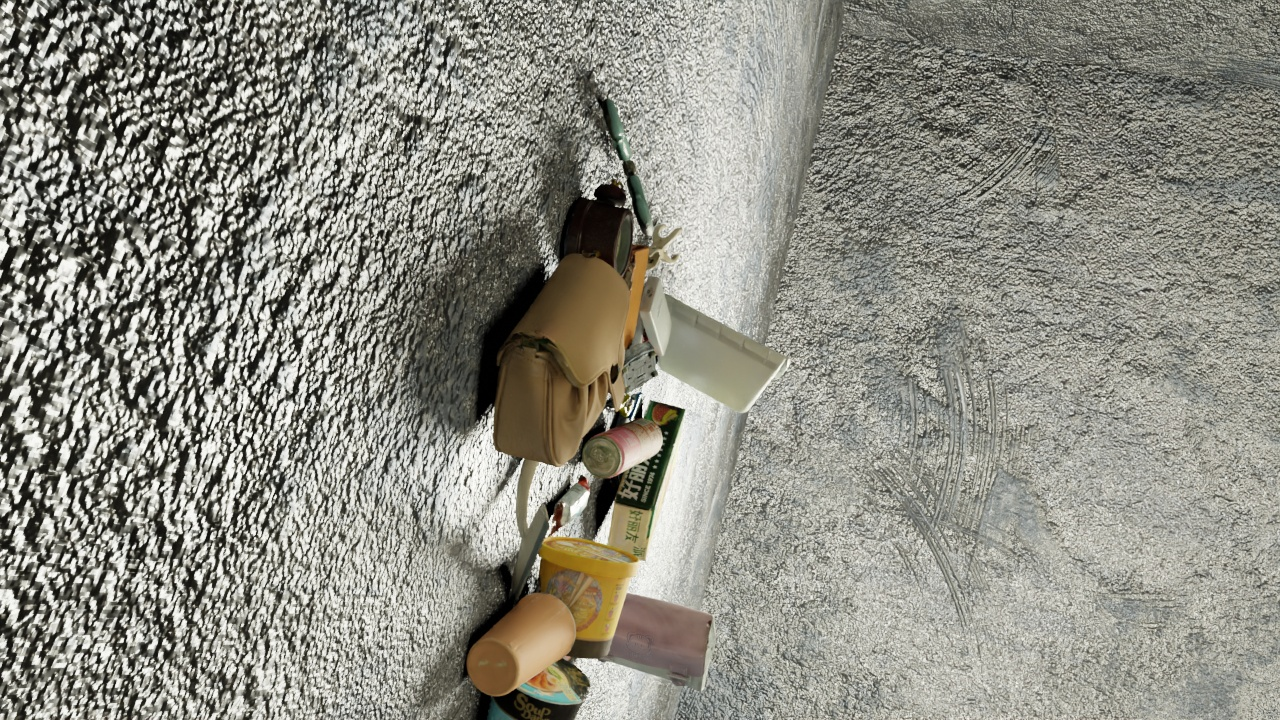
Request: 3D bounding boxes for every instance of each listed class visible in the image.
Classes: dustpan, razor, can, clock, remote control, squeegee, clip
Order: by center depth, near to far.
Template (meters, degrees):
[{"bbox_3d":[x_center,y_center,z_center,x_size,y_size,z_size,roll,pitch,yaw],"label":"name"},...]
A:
[{"bbox_3d":[-0.039,-0.133,0.951,0.082,0.055,0.121,82,22,-56],"label":"clock"},{"bbox_3d":[-0.099,0.095,0.951,0.247,0.039,0.246,115,-10,-59],"label":"squeegee"},{"bbox_3d":[-0.022,0.115,1.217,0.147,0.058,0.058,-14,116,-67],"label":"can"},{"bbox_3d":[-0.034,0.063,1.237,0.142,0.022,0.043,-2,111,-70],"label":"razor"},{"bbox_3d":[0.021,-0.059,1.269,0.135,0.019,0.056,70,32,-62],"label":"remote control"},{"bbox_3d":[0.027,-0.143,1.277,0.089,0.035,0.103,86,25,-48],"label":"clip"},{"bbox_3d":[0.001,-0.031,1.300,0.055,0.020,0.136,-42,143,-67],"label":"remote control"},{"bbox_3d":[0.135,-0.034,1.458,0.142,0.223,0.258,-55,168,-31],"label":"dustpan"}]

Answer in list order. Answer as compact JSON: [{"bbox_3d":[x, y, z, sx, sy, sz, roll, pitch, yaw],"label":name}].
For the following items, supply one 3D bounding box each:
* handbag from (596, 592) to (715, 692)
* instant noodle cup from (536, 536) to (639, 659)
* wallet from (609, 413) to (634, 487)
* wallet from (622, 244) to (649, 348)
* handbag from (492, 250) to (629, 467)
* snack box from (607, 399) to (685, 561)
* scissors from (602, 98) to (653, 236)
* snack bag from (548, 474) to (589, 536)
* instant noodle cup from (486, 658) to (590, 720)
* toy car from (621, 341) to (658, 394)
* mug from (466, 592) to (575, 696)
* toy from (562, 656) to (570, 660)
[{"bbox_3d":[0.009,0.408,1.355,0.145,0.197,0.098,85,21,-50],"label":"handbag"},{"bbox_3d":[-0.070,0.272,1.058,0.118,0.118,0.114,18,84,-77],"label":"instant noodle cup"},{"bbox_3d":[-0.026,0.124,1.342,0.121,0.019,0.097,82,24,-63],"label":"wallet"},{"bbox_3d":[-0.019,-0.077,1.147,0.107,0.031,0.132,-44,145,-74],"label":"wallet"},{"bbox_3d":[-0.066,0.000,0.860,0.203,0.100,0.148,-66,162,-51],"label":"handbag"},{"bbox_3d":[0.010,0.178,1.398,0.239,0.063,0.115,-68,169,-52],"label":"snack box"},{"bbox_3d":[-0.008,-0.191,0.979,0.174,0.019,0.176,61,12,-78],"label":"scissors"},{"bbox_3d":[-0.085,0.176,1.111,0.105,0.026,0.045,-39,148,-69],"label":"snack bag"},{"bbox_3d":[-0.125,0.396,1.006,0.111,0.111,0.120,-7,117,-77],"label":"instant noodle cup"},{"bbox_3d":[-0.007,0.007,1.226,0.054,0.036,0.121,-30,162,-9],"label":"toy car"},{"bbox_3d":[-0.126,0.298,0.955,0.122,0.078,0.078,-12,114,-71],"label":"mug"},{"bbox_3d":[-0.092,0.328,1.177,0.160,0.054,0.121,96,14,-45],"label":"toy"}]
